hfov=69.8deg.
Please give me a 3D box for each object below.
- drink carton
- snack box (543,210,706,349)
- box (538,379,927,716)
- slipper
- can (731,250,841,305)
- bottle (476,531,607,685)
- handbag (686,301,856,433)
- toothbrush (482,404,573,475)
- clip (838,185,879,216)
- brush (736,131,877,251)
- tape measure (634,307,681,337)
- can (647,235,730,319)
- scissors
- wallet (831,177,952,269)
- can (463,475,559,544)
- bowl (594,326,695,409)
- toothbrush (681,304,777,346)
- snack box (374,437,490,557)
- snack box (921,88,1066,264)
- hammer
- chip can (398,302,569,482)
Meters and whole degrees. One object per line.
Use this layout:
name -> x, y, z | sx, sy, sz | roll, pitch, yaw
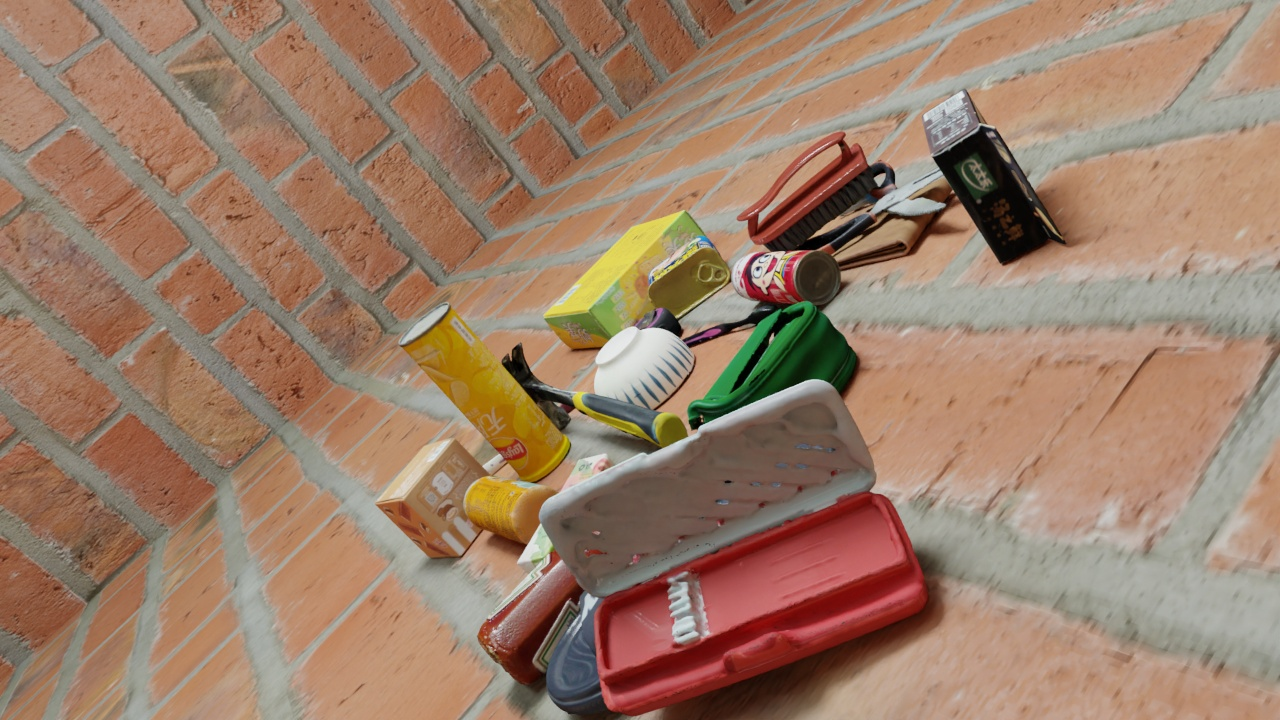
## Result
drink carton -> -0.051, 0.143, 0.797 | 0.046, 0.053, 0.122 | -22, 26, 41
snack box -> -0.019, -0.110, 1.284 | 0.209, 0.070, 0.158 | -47, 20, -21
box -> 0.051, 0.112, 0.544 | 0.201, 0.154, 0.074 | -26, -15, 15
slipper -> 0.026, 0.127, 0.644 | 0.268, 0.083, 0.111 | -40, 17, -5
can -> 0.146, -0.085, 0.941 | 0.053, 0.053, 0.133 | -44, 19, -13
bottle -> -0.037, 0.160, 0.722 | 0.205, 0.060, 0.060 | -45, 19, -15
handbag -> 0.109, 0.017, 0.773 | 0.131, 0.068, 0.120 | -49, 14, -23
toothbrush -> -0.152, 0.104, 1.135 | 0.187, 0.016, 0.017 | -39, 11, 2
clip -> 0.240, -0.180, 1.027 | 0.058, 0.027, 0.043 | -29, 29, 39
brush -> 0.171, -0.172, 0.962 | 0.146, 0.069, 0.063 | -38, 20, 25
tape measure -> 0.017, -0.035, 1.093 | 0.057, 0.039, 0.057 | -25, 23, 38
can -> 0.058, -0.107, 1.154 | 0.102, 0.057, 0.083 | -36, 17, 11
scissors -> 0.236, -0.154, 0.919 | 0.189, 0.015, 0.225 | -43, 19, 10
wallet -> 0.245, -0.132, 0.917 | 0.101, 0.020, 0.115 | -49, 18, -28
can -> -0.128, 0.149, 0.921 | 0.058, 0.058, 0.146 | -48, 20, -23
bowl -> -0.006, 0.006, 1.002 | 0.117, 0.066, 0.116 | -35, 19, 14
toothbrush -> 0.077, -0.030, 1.011 | 0.190, 0.014, 0.017 | -20, 17, 46
snack box -> -0.223, 0.155, 1.028 | 0.077, 0.094, 0.092 | -17, 29, 49
snack box -> 0.279, -0.147, 0.735 | 0.053, 0.113, 0.125 | -31, 20, 28
hammer -> -0.055, 0.046, 0.959 | 0.031, 0.126, 0.324 | -46, 26, -18
chip can -> -0.168, 0.038, 1.007 | 0.072, 0.213, 0.072 | -32, 22, 15
